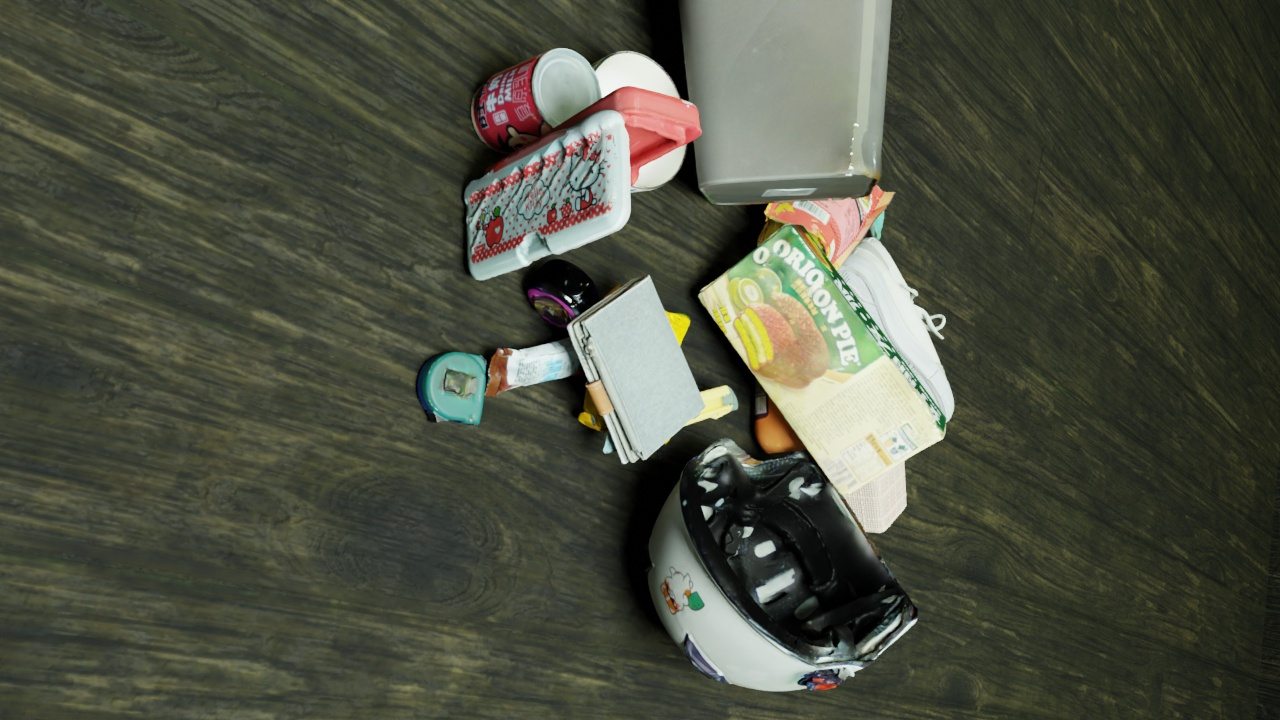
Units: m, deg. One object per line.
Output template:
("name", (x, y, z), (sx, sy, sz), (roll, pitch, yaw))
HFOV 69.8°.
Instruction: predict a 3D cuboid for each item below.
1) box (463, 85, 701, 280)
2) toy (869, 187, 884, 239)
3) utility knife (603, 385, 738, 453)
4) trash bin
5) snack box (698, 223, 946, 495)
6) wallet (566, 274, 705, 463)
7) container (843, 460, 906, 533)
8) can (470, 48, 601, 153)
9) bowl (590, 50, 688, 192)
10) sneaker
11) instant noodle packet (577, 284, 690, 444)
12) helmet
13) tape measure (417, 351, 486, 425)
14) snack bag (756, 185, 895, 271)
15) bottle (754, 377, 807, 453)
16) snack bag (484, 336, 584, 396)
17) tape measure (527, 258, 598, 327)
("box", (-0.047, -0.119, 0.678), (0.094, 0.202, 0.100), (3, 81, -38))
("toy", (0.253, -0.193, 1.062), (0.091, 0.030, 0.096), (5, 83, -44))
("utility knife", (0.030, 0.051, 0.824), (0.182, 0.019, 0.031), (-15, 98, -40))
("trash bin", (0.130, -0.258, 0.816), (0.198, 0.199, 0.220), (-20, 108, -79))
("snack box", (0.171, -0.002, 0.867), (0.240, 0.115, 0.063), (54, 23, 5))
("wallet", (-0.006, 0.008, 0.769), (0.106, 0.037, 0.130), (-37, 111, -39))
("container", (0.236, 0.121, 1.001), (0.089, 0.090, 0.111), (-26, 110, -52))
("can", (-0.084, -0.200, 0.721), (0.066, 0.094, 0.066), (0, 90, -41))
("bowl", (-0.022, -0.201, 0.794), (0.116, 0.066, 0.116), (1, 88, -41))
("sneaker", (0.299, -0.034, 1.070), (0.090, 0.090, 0.242), (-47, 112, -37))
("instant noodle packet", (-0.005, 0.005, 0.823), (0.110, 0.044, 0.128), (15, 83, -47))
("helmet", (0.103, 0.200, 0.829), (0.273, 0.157, 0.230), (0, 50, -47))
("tape measure", (-0.145, 0.021, 0.712), (0.054, 0.025, 0.058), (11, 81, -42))
("snack bag", (0.200, -0.170, 0.972), (0.128, 0.073, 0.207), (52, 51, -20))
("bottle", (0.146, 0.020, 0.949), (0.066, 0.067, 0.149), (0, 82, -42))
("snack bag", (-0.082, 0.002, 0.764), (0.105, 0.026, 0.045), (-14, 131, -42))
("tape measure", (-0.065, -0.053, 0.761), (0.039, 0.058, 0.057), (-54, 151, -25))
